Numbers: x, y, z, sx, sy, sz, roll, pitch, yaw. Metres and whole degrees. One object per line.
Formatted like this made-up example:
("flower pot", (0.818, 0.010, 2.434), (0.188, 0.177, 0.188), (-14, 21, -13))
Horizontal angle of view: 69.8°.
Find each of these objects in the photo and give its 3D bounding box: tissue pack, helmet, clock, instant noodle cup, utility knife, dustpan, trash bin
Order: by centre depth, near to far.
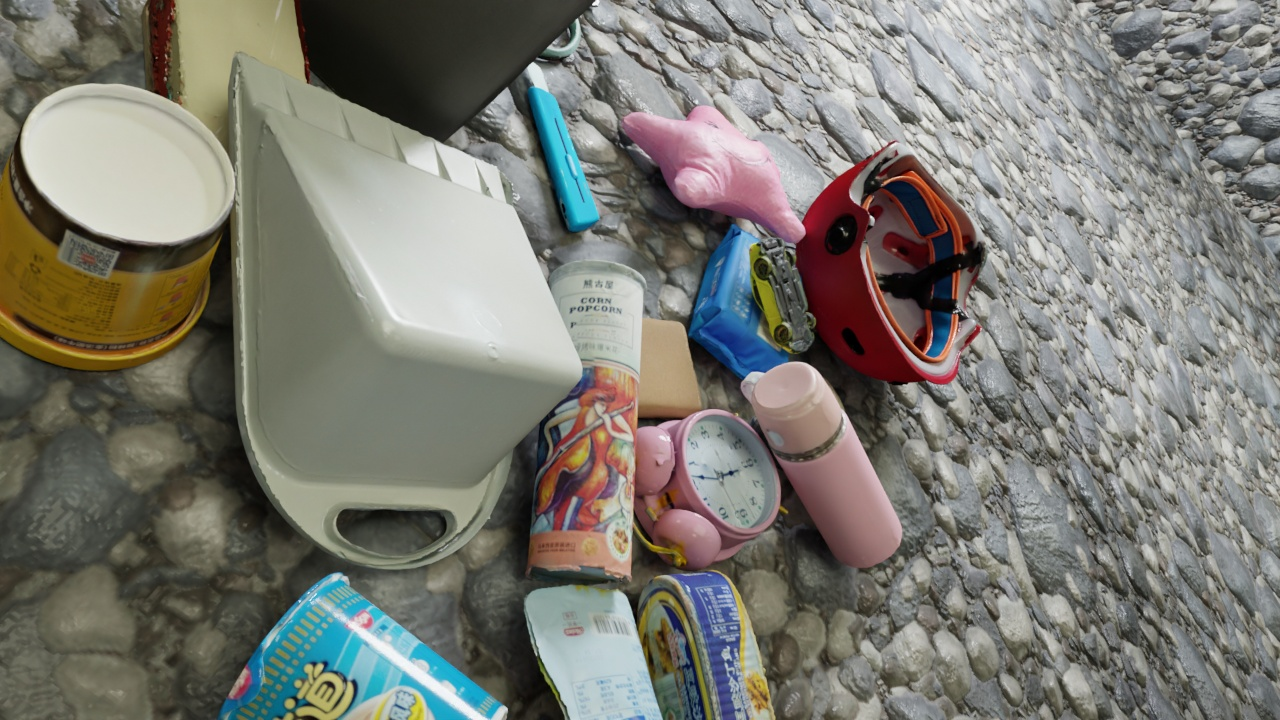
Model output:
("instant noodle cup", (-0.128, 0.173, 0.443), (0.110, 0.099, 0.099), (30, 44, 6))
("instant noodle cup", (-0.274, -0.070, 0.475), (0.118, 0.115, 0.118), (21, 54, -31))
("dustpan", (-0.155, -0.017, 0.566), (0.222, 0.143, 0.257), (14, 39, -54))
("trash bin", (-0.132, -0.288, 0.657), (0.198, 0.220, 0.198), (45, 44, -13))
("clock", (0.040, 0.097, 0.695), (0.158, 0.060, 0.117), (-14, 75, -45))
("utility knife", (-0.073, -0.191, 0.800), (0.034, 0.018, 0.178), (-2, 66, -42))
("tissue pack", (0.097, -0.050, 0.842), (0.095, 0.052, 0.156), (38, 46, -21))
("helmet", (0.234, -0.079, 0.920), (0.207, 0.144, 0.239), (33, 59, -32))

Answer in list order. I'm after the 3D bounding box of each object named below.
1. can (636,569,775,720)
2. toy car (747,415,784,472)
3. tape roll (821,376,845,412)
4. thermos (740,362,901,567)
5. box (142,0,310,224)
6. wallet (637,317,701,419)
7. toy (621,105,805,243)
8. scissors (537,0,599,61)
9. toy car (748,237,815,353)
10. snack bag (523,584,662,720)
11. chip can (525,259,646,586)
("can", (0.042, 0.216, 0.616), (0.049, 0.075, 0.148), (5, 62, -36))
("toy car", (0.128, 0.075, 0.803), (0.090, 0.043, 0.034), (30, 14, -26))
("tape roll", (0.163, 0.049, 0.869), (0.085, 0.014, 0.085), (22, 52, -31))
("thermos", (0.146, 0.085, 0.754), (0.067, 0.087, 0.198), (-47, 125, -17))
("box", (-0.259, -0.176, 0.580), (0.091, 0.077, 0.168), (4, 62, -41))
("wallet", (-0.004, 0.004, 0.734), (0.115, 0.033, 0.090), (3, 66, -42))
("toy", (0.067, -0.195, 0.888), (0.194, 0.075, 0.178), (15, 42, -29))
("scissors", (-0.104, -0.351, 0.870), (0.170, 0.019, 0.179), (15, 55, -37))
("toy car", (0.121, -0.055, 0.804), (0.048, 0.032, 0.105), (-22, 94, -48))
("snack bag", (-0.008, 0.226, 0.548), (0.110, 0.039, 0.190), (31, 27, -49))
("chip can", (-0.036, 0.042, 0.629), (0.071, 0.071, 0.214), (17, 65, -34))
